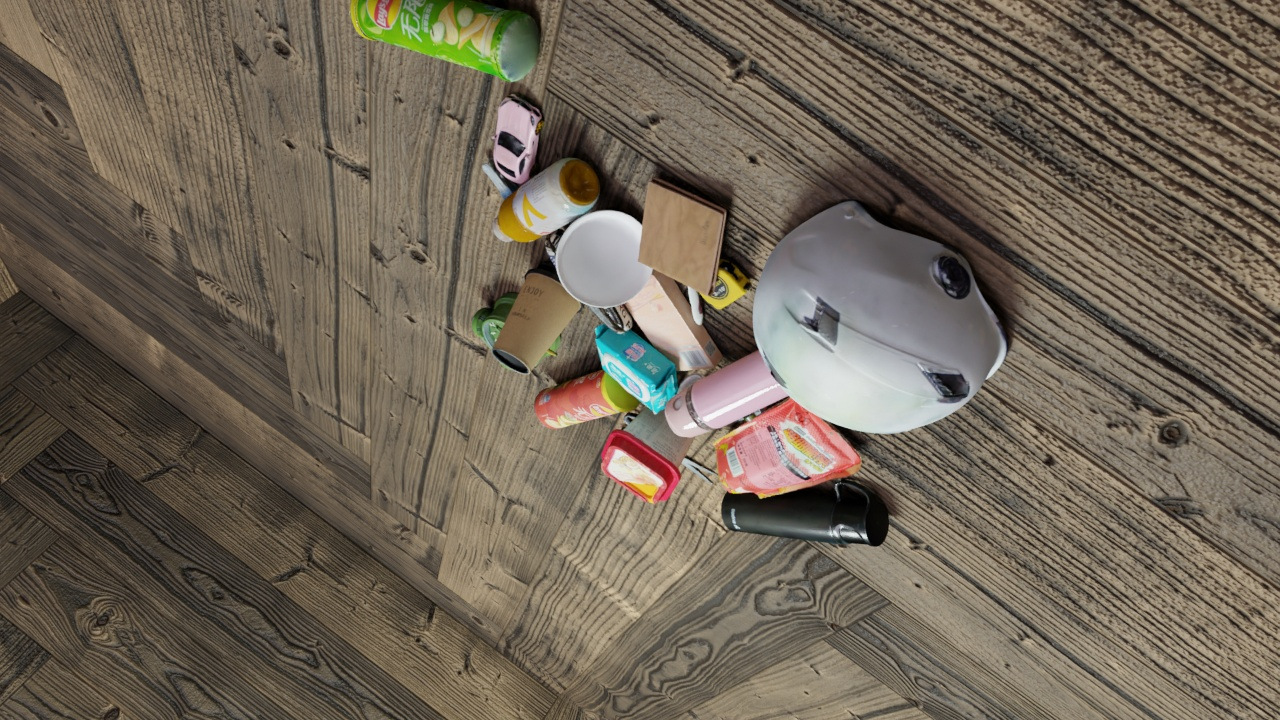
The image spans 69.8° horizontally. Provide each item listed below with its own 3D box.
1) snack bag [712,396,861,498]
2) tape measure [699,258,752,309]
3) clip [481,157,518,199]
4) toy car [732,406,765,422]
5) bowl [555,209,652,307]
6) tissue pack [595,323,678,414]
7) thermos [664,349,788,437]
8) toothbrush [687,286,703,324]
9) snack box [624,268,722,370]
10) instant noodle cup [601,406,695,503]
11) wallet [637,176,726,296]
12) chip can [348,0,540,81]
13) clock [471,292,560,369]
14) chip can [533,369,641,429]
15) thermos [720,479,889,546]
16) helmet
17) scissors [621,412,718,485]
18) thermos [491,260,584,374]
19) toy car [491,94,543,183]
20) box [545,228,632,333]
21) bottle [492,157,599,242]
[{"bbox_3d":[0.186,0.122,1.217,0.128,0.073,0.208,50,143,-3],"label":"snack bag"},{"bbox_3d":[0.094,-0.092,1.067,0.057,0.028,0.060,45,141,-9],"label":"tape measure"},{"bbox_3d":[-0.180,-0.232,1.175,0.026,0.038,0.058,-3,128,50],"label":"clip"},{"bbox_3d":[0.117,0.056,1.214,0.121,0.045,0.053,-18,116,47],"label":"toy car"},{"bbox_3d":[-0.047,-0.130,1.114,0.118,0.118,0.064,54,-177,-23],"label":"bowl"},{"bbox_3d":[-0.007,0.007,1.243,0.133,0.050,0.093,40,162,22],"label":"tissue pack"},{"bbox_3d":[0.117,0.029,1.126,0.067,0.087,0.199,30,138,-32],"label":"thermos"},{"bbox_3d":[0.061,-0.112,1.089,0.017,0.016,0.188,9,138,23],"label":"toothbrush"},{"bbox_3d":[0.034,-0.052,1.179,0.085,0.026,0.157,-4,128,48],"label":"snack box"},{"bbox_3d":[0.022,0.121,1.318,0.116,0.124,0.117,35,149,7],"label":"instant noodle cup"},{"bbox_3d":[0.046,-0.138,1.031,0.101,0.020,0.115,28,136,24],"label":"wallet"},{"bbox_3d":[-0.212,-0.361,0.994,0.221,0.072,0.073,23,145,23],"label":"chip can"},{"bbox_3d":[-0.194,-0.039,1.395,0.162,0.056,0.116,-9,124,50],"label":"clock"},{"bbox_3d":[-0.081,0.057,1.392,0.073,0.073,0.217,49,148,-16],"label":"chip can"},{"bbox_3d":[0.226,0.207,1.290,0.243,0.068,0.090,-4,96,45],"label":"thermos"},{"bbox_3d":[0.223,-0.015,0.925,0.258,0.145,0.230,38,148,0],"label":"helmet"},{"bbox_3d":[0.038,0.137,1.425,0.165,0.014,0.163,4,136,41],"label":"scissors"},{"bbox_3d":[-0.142,-0.056,1.254,0.093,0.143,0.093,26,159,11],"label":"thermos"},{"bbox_3d":[-0.149,-0.260,1.094,0.056,0.037,0.123,32,146,8],"label":"toy car"},{"bbox_3d":[-0.062,-0.103,1.181,0.164,0.051,0.068,48,-172,-22],"label":"box"},{"bbox_3d":[-0.123,-0.189,1.125,0.068,0.067,0.190,50,147,-17],"label":"bottle"}]
